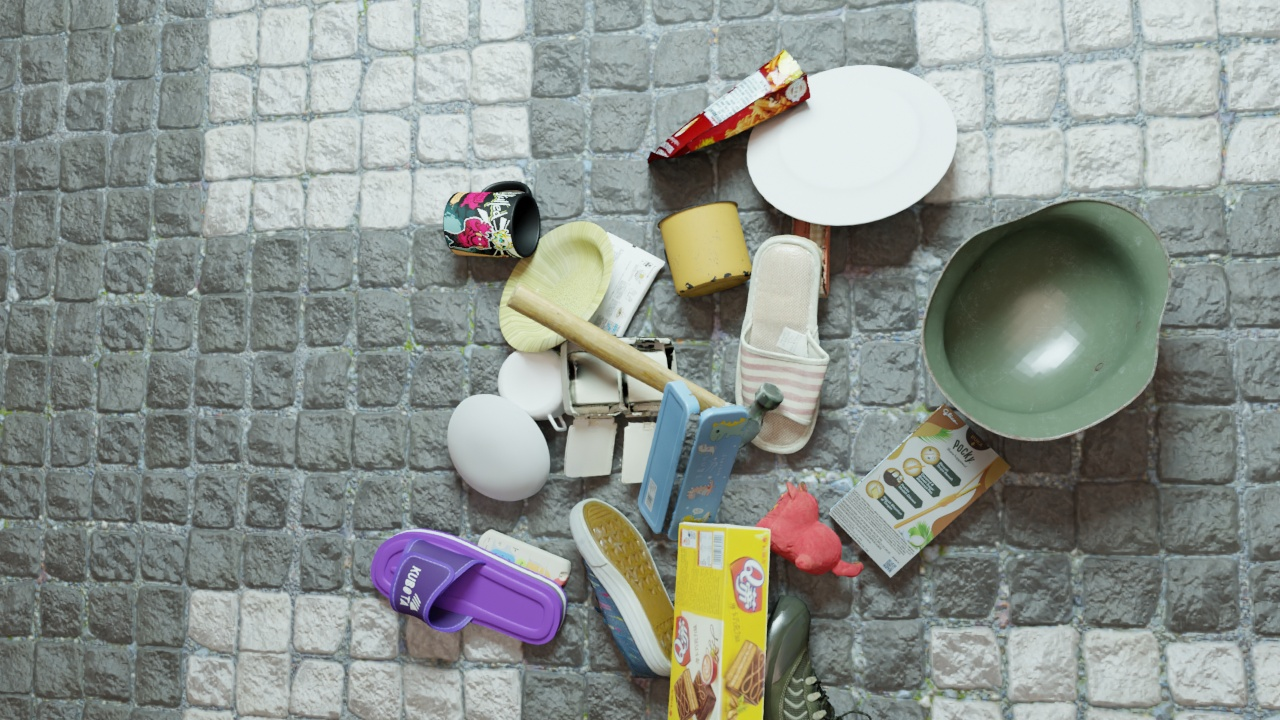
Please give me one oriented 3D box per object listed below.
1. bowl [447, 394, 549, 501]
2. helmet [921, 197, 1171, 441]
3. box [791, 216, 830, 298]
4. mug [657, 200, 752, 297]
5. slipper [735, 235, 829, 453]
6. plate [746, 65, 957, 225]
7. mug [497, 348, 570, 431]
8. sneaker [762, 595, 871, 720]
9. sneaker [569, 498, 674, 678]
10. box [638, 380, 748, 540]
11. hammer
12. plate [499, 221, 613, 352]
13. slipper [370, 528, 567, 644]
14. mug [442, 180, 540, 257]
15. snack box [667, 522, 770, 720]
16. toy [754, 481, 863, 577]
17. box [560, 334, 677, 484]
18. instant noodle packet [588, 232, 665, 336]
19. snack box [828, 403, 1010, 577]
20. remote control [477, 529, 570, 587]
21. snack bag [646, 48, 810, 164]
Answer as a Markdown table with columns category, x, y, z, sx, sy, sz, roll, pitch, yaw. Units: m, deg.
| category | x | y | z | sx | sy | sz | roll | pitch | yaw |
| --- | --- | --- | --- | --- | --- | --- | --- | --- | --- |
| bowl | -0.188 | 0.118 | 1.152 | 0.150 | 0.043 | 0.150 | 11 | 117 | 23 |
| helmet | 0.436 | -0.048 | 1.002 | 0.227 | 0.153 | 0.268 | 42 | 100 | 11 |
| box | 0.207 | -0.166 | 1.115 | 0.071 | 0.056 | 0.187 | -3 | 83 | 44 |
| mug | 0.074 | -0.130 | 1.126 | 0.124 | 0.100 | 0.094 | -21 | 81 | 51 |
| slipper | 0.168 | -0.014 | 1.082 | 0.115 | 0.052 | 0.263 | 6 | 103 | 19 |
| plate | 0.245 | -0.262 | 1.082 | 0.243 | 0.016 | 0.242 | -8 | 60 | 13 |
| mug | -0.125 | 0.039 | 1.165 | 0.094 | 0.068 | 0.115 | -29 | 80 | 9 |
| sneaker | 0.196 | 0.399 | 1.051 | 0.143 | 0.101 | 0.238 | 9 | 89 | 12 |
| sneaker | -0.025 | 0.283 | 1.130 | 0.079 | 0.087 | 0.235 | -36 | 80 | 33 |
| box | 0.058 | 0.118 | 1.088 | 0.085 | 0.073 | 0.209 | -1 | 128 | -19 |
| hammer | -0.006 | 0.006 | 1.074 | 0.330 | 0.033 | 0.132 | 30 | 126 | -7 |
| plate | -0.097 | -0.087 | 1.160 | 0.185 | 0.036 | 0.184 | -20 | 54 | 30 |
| slipper | -0.230 | 0.293 | 1.151 | 0.267 | 0.084 | 0.107 | 16 | 103 | 12 |
| mug | -0.186 | -0.190 | 1.193 | 0.098 | 0.082 | 0.117 | 4 | 54 | 20 |
| snack box | 0.088 | 0.303 | 1.045 | 0.061 | 0.110 | 0.230 | 9 | 79 | -27 |
| toy | 0.205 | 0.203 | 1.071 | 0.133 | 0.088 | 0.094 | 28 | 89 | 13 |
| box | -0.028 | 0.060 | 1.133 | 0.144 | 0.058 | 0.187 | 1 | 92 | -21 |
| instant noodle packet | -0.038 | -0.087 | 1.177 | 0.087 | 0.026 | 0.134 | 29 | 92 | 13 |
| snack box | 0.324 | 0.152 | 1.075 | 0.186 | 0.031 | 0.101 | -45 | 78 | 6 |
| remote control | -0.150 | 0.256 | 1.182 | 0.126 | 0.018 | 0.038 | 19 | 90 | 12 |
| snack bag | 0.096 | -0.299 | 1.114 | 0.208 | 0.138 | 0.066 | -28 | 106 | 4 |
